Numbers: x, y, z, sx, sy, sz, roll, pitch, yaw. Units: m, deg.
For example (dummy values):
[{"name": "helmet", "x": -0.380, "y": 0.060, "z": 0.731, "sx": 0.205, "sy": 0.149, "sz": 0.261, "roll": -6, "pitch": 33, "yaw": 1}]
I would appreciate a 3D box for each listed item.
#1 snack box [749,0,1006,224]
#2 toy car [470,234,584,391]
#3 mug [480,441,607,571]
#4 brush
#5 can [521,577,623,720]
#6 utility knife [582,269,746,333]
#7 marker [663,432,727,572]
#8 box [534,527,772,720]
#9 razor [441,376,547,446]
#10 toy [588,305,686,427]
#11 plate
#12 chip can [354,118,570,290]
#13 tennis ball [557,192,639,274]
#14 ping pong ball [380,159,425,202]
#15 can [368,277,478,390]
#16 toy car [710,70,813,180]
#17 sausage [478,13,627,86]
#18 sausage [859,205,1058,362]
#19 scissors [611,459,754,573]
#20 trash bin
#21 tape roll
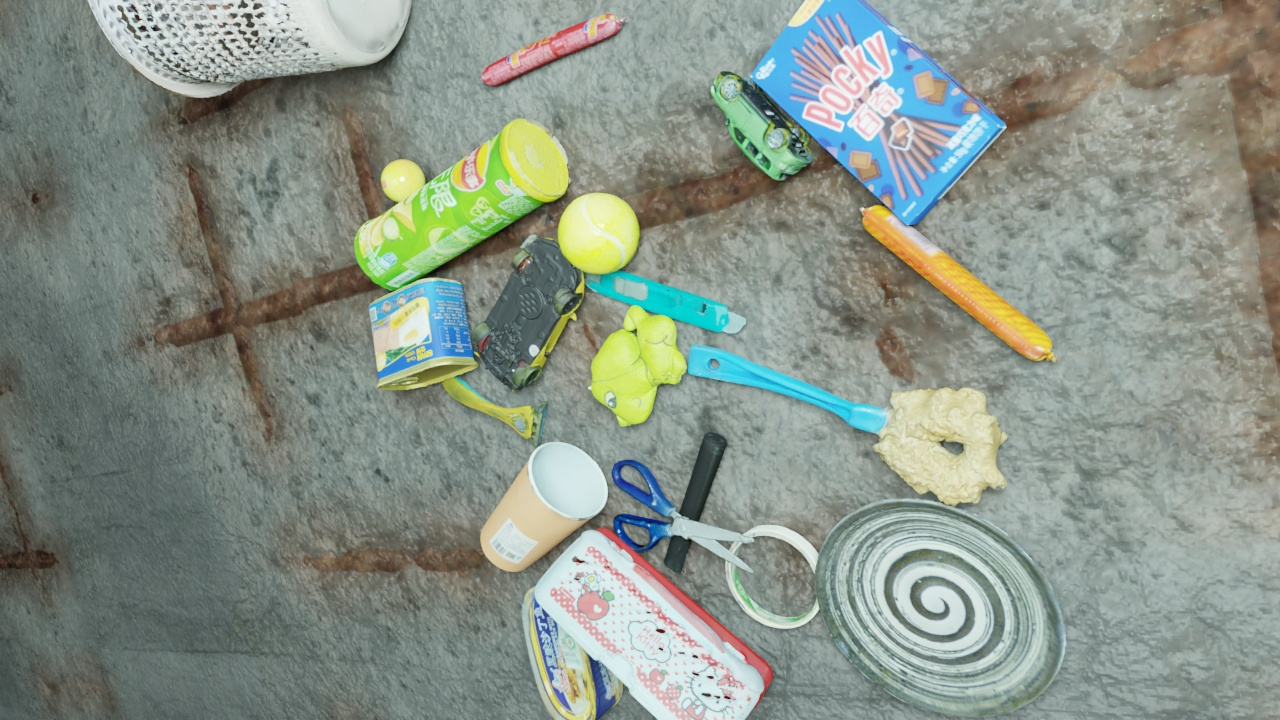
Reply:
[{"name": "snack box", "x": 0.155, "y": -0.175, "z": 0.616, "sx": 0.157, "sy": 0.026, "sz": 0.085, "roll": 47, "pitch": 123, "yaw": 13}, {"name": "toy car", "x": -0.095, "y": -0.040, "z": 0.804, "sx": 0.071, "sy": 0.041, "sz": 0.156, "roll": 42, "pitch": 123, "yaw": 16}, {"name": "mug", "x": -0.094, "y": 0.140, "z": 0.835, "sx": 0.078, "sy": 0.078, "sz": 0.123, "roll": 50, "pitch": 128, "yaw": 12}, {"name": "brush", "x": 0.145, "y": 0.033, "z": 0.676, "sx": 0.255, "sy": 0.045, "sz": 0.083, "roll": 19, "pitch": 117, "yaw": 31}, {"name": "can", "x": -0.064, "y": 0.271, "z": 0.864, "sx": 0.075, "sy": 0.049, "sz": 0.148, "roll": -6, "pitch": 100, "yaw": 34}, {"name": "utility knife", "x": 0.013, "y": -0.053, "z": 0.749, "sx": 0.164, "sy": 0.013, "sz": 0.029, "roll": 20, "pitch": 114, "yaw": 27}, {"name": "marker", "x": 0.045, "y": 0.120, "z": 0.770, "sx": 0.020, "sy": 0.022, "sz": 0.132, "roll": 11, "pitch": 114, "yaw": -12}, {"name": "box", "x": 0.004, "y": 0.236, "z": 0.769, "sx": 0.201, "sy": 0.098, "sz": 0.095, "roll": 38, "pitch": 138, "yaw": 19}, {"name": "razor", "x": -0.145, "y": 0.039, "z": 0.869, "sx": 0.133, "sy": 0.028, "sz": 0.043, "roll": 24, "pitch": 118, "yaw": 28}, {"name": "toy", "x": -0.005, "y": 0.004, "z": 0.764, "sx": 0.100, "sy": 0.031, "sz": 0.096, "roll": -15, "pitch": 92, "yaw": 36}, {"name": "plate", "x": 0.213, "y": 0.178, "z": 0.668, "sx": 0.180, "sy": 0.024, "sz": 0.180, "roll": 13, "pitch": 116, "yaw": 29}, {"name": "chip can", "x": -0.163, "y": -0.130, "z": 0.806, "sx": 0.222, "sy": 0.072, "sz": 0.072, "roll": -23, "pitch": 90, "yaw": 35}, {"name": "tennis ball", "x": -0.033, "y": -0.101, "z": 0.734, "sx": 0.066, "sy": 0.065, "sz": 0.065, "roll": 9, "pitch": 108, "yaw": 31}, {"name": "ping pong ball", "x": -0.220, "y": -0.166, "z": 0.851, "sx": 0.040, "sy": 0.040, "sz": 0.040, "roll": 9, "pitch": 108, "yaw": 31}, {"name": "can", "x": -0.206, "y": -0.024, "z": 0.864, "sx": 0.102, "sy": 0.057, "sz": 0.083, "roll": -17, "pitch": 78, "yaw": 34}, {"name": "toy car", "x": 0.084, "y": -0.168, "z": 0.653, "sx": 0.036, "sy": 0.043, "sz": 0.091, "roll": -43, "pitch": 79, "yaw": 34}, {"name": "sausage", "x": -0.075, "y": -0.253, "z": 0.748, "sx": 0.156, "sy": 0.020, "sz": 0.020, "roll": -10, "pitch": 97, "yaw": 34}, {"name": "sausage", "x": 0.211, "y": -0.053, "z": 0.616, "sx": 0.165, "sy": 0.021, "sz": 0.022, "roll": 44, "pitch": 122, "yaw": 16}, {"name": "scissors", "x": 0.029, "y": 0.144, "z": 0.766, "sx": 0.171, "sy": 0.012, "sz": 0.142, "roll": 49, "pitch": 133, "yaw": 31}, {"name": "trash bin", "x": -0.313, "y": -0.334, "z": 0.778, "sx": 0.192, "sy": 0.227, "sz": 0.228, "roll": 10, "pitch": 108, "yaw": 17}, {"name": "tape roll", "x": 0.110, "y": 0.176, "z": 0.748, "sx": 0.086, "sy": 0.013, "sz": 0.086, "roll": 9, "pitch": 108, "yaw": 31}]
